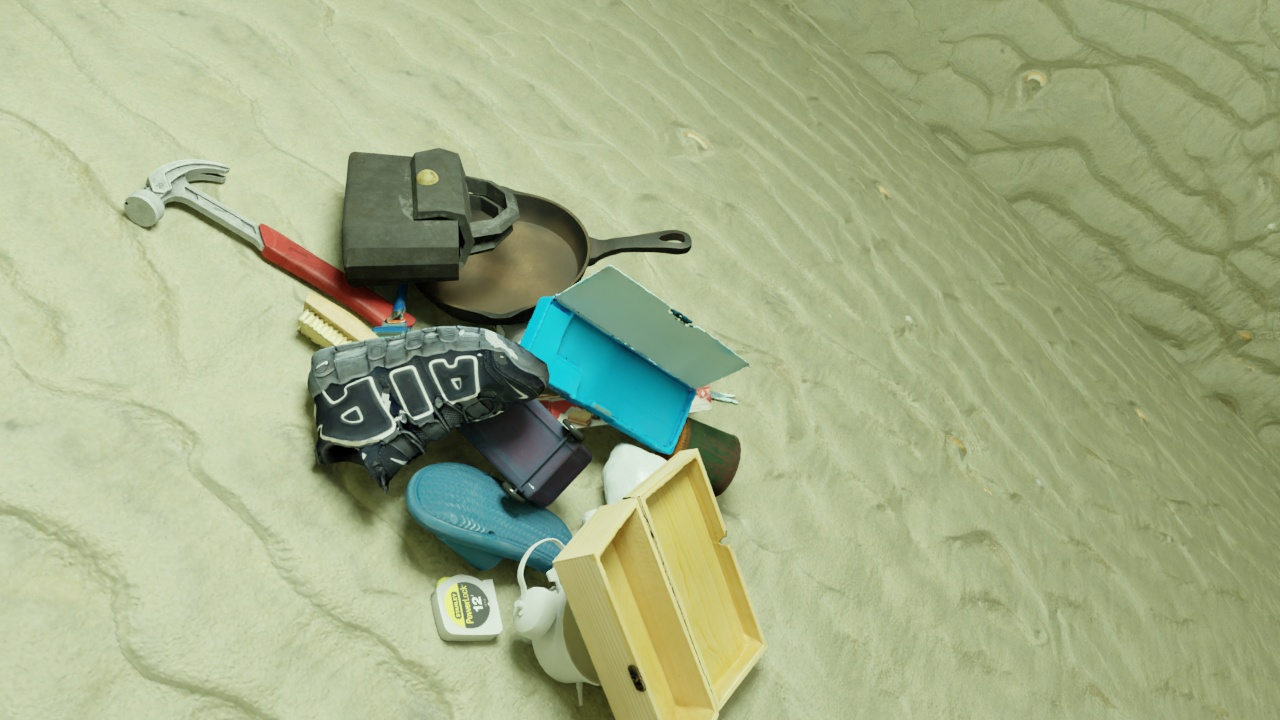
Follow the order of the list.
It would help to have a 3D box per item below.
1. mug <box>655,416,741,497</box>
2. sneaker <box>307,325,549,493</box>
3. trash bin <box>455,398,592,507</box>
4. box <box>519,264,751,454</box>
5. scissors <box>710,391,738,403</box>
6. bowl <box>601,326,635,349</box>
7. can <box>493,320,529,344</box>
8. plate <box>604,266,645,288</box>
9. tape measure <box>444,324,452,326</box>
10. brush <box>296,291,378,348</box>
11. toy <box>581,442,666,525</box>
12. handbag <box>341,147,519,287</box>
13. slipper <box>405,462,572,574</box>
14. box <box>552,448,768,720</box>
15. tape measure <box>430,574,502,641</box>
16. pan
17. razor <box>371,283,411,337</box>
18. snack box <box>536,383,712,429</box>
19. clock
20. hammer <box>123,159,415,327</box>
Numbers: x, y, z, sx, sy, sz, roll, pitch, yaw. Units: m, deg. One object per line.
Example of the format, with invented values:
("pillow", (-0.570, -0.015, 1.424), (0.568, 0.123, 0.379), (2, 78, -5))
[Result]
("mug", (0.067, 0.132, 1.155), (0.081, 0.085, 0.110), (23, 69, -20))
("sneaker", (-0.216, 0.056, 0.895), (0.253, 0.097, 0.150), (-5, 62, 11))
("trash bin", (-0.138, 0.071, 0.980), (0.161, 0.093, 0.092), (42, -6, 21))
("box", (-0.013, -0.005, 1.048), (0.243, 0.167, 0.075), (33, 15, -36))
("scissors", (0.094, 0.043, 1.314), (0.134, 0.016, 0.073), (5, 48, -39))
("bowl", (-0.064, -0.003, 1.170), (0.174, 0.068, 0.174), (-8, 34, 5))
("can", (-0.161, -0.049, 1.142), (0.044, 0.044, 0.106), (1, 41, -40))
("plate", (0.010, -0.060, 1.234), (0.019, 0.173, 0.173), (-37, 78, -11))
("tape measure", (-0.220, -0.010, 1.088), (0.062, 0.020, 0.060), (32, 38, -12))
("brush", (-0.321, -0.023, 0.992), (0.117, 0.049, 0.039), (39, 60, -5))
("toy", (0.004, 0.190, 1.039), (0.137, 0.086, 0.208), (26, 45, -17))
("handbag", (-0.243, -0.176, 1.079), (0.199, 0.102, 0.197), (-3, 39, -13))
("slipper", (-0.153, 0.169, 0.943), (0.213, 0.059, 0.103), (30, 28, -37))
("box", (0.033, 0.250, 0.923), (0.256, 0.076, 0.247), (-32, 105, -53))
("tape measure", (-0.168, 0.240, 0.891), (0.065, 0.017, 0.064), (8, 49, -36))
("pan", (-0.113, -0.130, 1.157), (0.356, 0.043, 0.248), (-4, 48, -7))
("razor", (-0.275, -0.072, 1.056), (0.044, 0.018, 0.140), (-1, 47, 0))
("snack box", (-0.028, 0.054, 1.143), (0.272, 0.077, 0.044), (-5, 92, -43))
("clock", (-0.064, 0.249, 0.902), (0.119, 0.061, 0.159), (-40, 105, -51))
("hammer", (-0.397, -0.120, 1.036), (0.315, 0.036, 0.126), (32, 36, -13))
